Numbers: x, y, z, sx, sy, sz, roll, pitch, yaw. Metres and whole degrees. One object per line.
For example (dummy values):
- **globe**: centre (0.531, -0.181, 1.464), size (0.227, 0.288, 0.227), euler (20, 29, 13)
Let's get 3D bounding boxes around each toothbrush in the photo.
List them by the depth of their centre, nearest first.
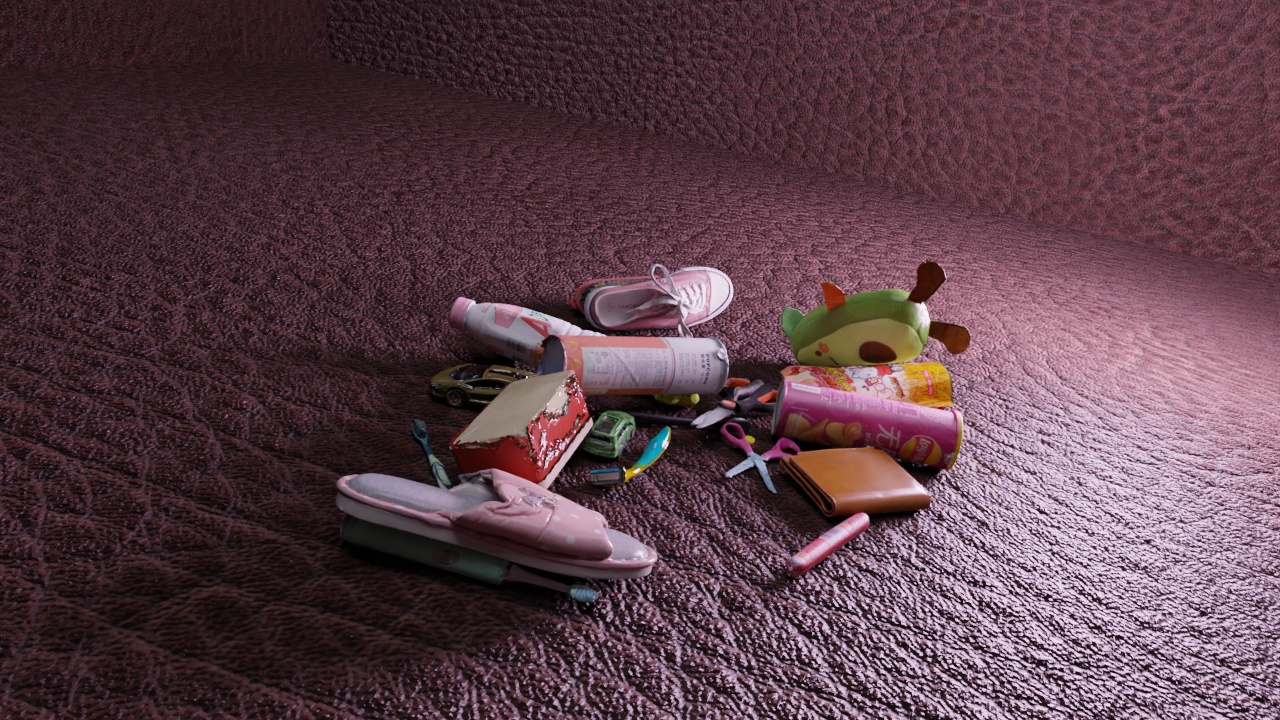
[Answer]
- **toothbrush**: centre (-0.142, 0.166, 0.760), size (0.224, 0.026, 0.027), euler (14, 2, 8)
- **toothbrush**: centre (-0.195, 0.105, 0.890), size (0.016, 0.018, 0.191), euler (-2, 25, -27)
- **toothbrush**: centre (0.043, 0.070, 1.076), size (0.181, 0.016, 0.018), euler (4, 17, -15)

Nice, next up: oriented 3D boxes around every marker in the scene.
- **marker**: centre (-0.182, -0.019, 1.185), size (0.022, 0.018, 0.130), euler (41, 7, -32)

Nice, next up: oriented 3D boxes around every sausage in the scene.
- **sausage**: centre (0.180, 0.175, 0.880), size (0.020, 0.020, 0.155), euler (27, 28, 34)

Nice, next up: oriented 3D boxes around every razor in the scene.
- **razor**: centre (-0.001, 0.101, 0.966), size (0.043, 0.028, 0.132), euler (-13, 11, 34)

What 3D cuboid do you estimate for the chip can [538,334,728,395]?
- **chip can**: centre (-0.006, 0.006, 1.054), size (0.214, 0.071, 0.071), euler (0, 25, -30)

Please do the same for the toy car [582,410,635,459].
- **toy car**: centre (-0.033, 0.078, 1.003), size (0.043, 0.036, 0.091), euler (13, 19, 10)

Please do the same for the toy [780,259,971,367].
- **toy**: centre (0.314, -0.041, 1.258), size (0.247, 0.227, 0.089), euler (-16, 40, 33)

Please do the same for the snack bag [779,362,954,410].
- **snack bag**: centre (0.296, 0.038, 1.214), size (0.208, 0.073, 0.128), euler (1, 24, -3)

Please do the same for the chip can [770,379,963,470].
- **chip can**: centre (0.265, 0.075, 1.085), size (0.210, 0.071, 0.071), euler (11, 23, 3)

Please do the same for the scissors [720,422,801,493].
- **scissors**: centre (0.137, 0.109, 1.027), size (0.125, 0.017, 0.133), euler (7, 27, -17)

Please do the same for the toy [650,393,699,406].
- **toy**: centre (0.025, 0.029, 1.146), size (0.096, 0.031, 0.100), euler (3, 27, -26)

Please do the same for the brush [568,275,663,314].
- **brush**: centre (-0.034, -0.093, 1.379), size (0.145, 0.063, 0.069), euler (-5, -3, -29)

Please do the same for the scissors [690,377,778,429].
- **scissors**: centre (0.125, 0.056, 1.102), size (0.137, 0.022, 0.234), euler (14, 17, 3)

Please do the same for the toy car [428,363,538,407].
- **toy car**: centre (-0.163, 0.032, 1.050), size (0.158, 0.042, 0.070), euler (8, 22, 2)

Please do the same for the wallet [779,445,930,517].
- **wallet**: centre (0.229, 0.125, 0.998), size (0.130, 0.035, 0.119), euler (0, 25, -26)

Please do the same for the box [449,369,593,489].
- **box**: centre (-0.114, 0.064, 0.907), size (0.091, 0.079, 0.168), euler (-10, 18, 18)

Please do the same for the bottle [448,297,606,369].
- **bottle**: centre (-0.139, -0.029, 1.136), size (0.197, 0.068, 0.068), euler (19, 24, 3)

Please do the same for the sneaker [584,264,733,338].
- **sneaker**: centre (0.041, -0.084, 1.325), size (0.240, 0.118, 0.088), euler (-9, 12, -27)

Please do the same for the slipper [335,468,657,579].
- **slipper**: centre (-0.117, 0.128, 0.773), size (0.274, 0.054, 0.114), euler (14, 4, -4)
